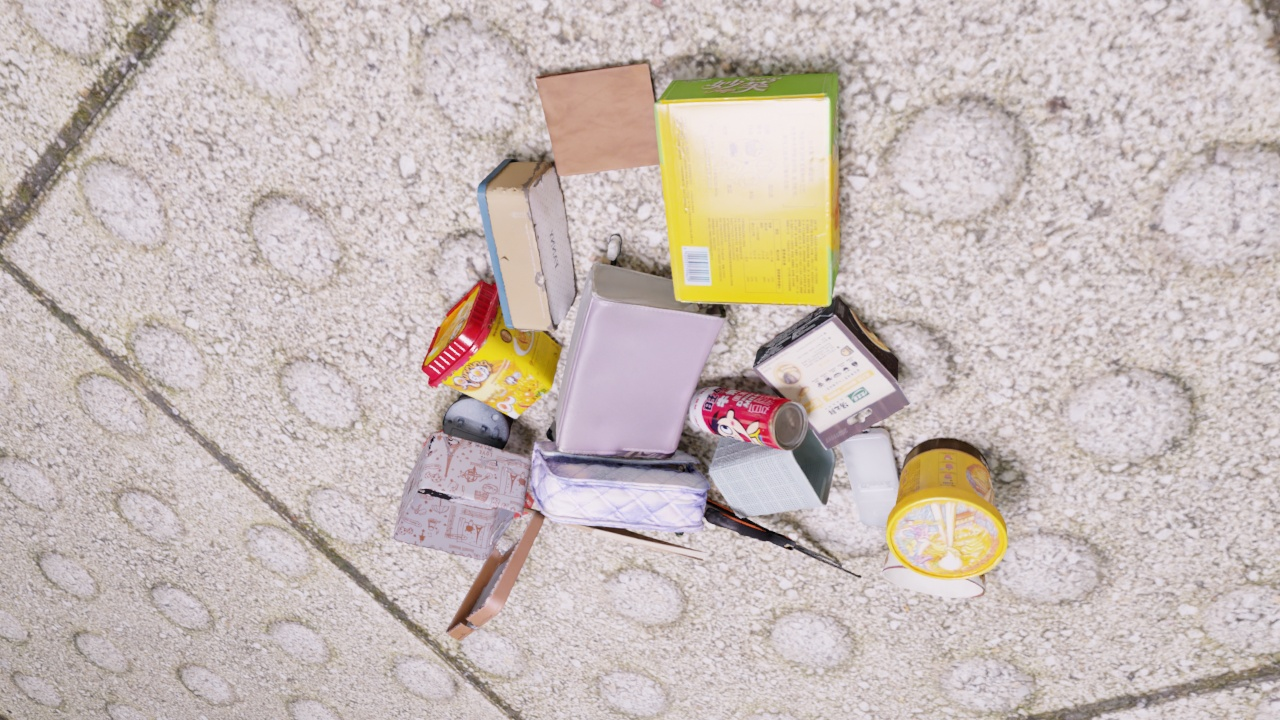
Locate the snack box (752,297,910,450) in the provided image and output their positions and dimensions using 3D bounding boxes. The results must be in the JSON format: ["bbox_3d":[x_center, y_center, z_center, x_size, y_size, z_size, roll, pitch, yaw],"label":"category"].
[{"bbox_3d":[0.201,0.015,0.966,0.125,0.053,0.113,44,126,-15],"label":"snack box"}]

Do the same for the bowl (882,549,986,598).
[{"bbox_3d":[0.340,0.228,1.055,0.113,0.062,0.114,14,156,6],"label":"bowl"}]

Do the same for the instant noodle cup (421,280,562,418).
[{"bbox_3d":[-0.164,-0.006,1.043,0.123,0.115,0.116,36,128,-23],"label":"instant noodle cup"}]

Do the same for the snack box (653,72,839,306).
[{"bbox_3d":[0.106,-0.157,0.865,0.158,0.069,0.210,3,125,16],"label":"snack box"}]

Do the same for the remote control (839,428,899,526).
[{"bbox_3d":[0.268,0.135,1.050,0.056,0.020,0.136,-9,121,22],"label":"remote control"}]

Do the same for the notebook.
[{"bbox_3d":[-0.038,0.205,1.095,0.149,0.012,0.212,18,170,-27],"label":"notebook"}]

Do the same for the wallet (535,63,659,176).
[{"bbox_3d":[-0.038,-0.233,0.892,0.115,0.020,0.101,-1,123,16],"label":"wallet"}]

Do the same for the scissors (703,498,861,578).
[{"bbox_3d":[0.153,0.213,1.092,0.222,0.210,0.021,24,88,22],"label":"scissors"}]

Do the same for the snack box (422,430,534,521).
[{"bbox_3d":[-0.214,0.152,1.218,0.075,0.025,0.153,-22,115,29],"label":"snack box"}]

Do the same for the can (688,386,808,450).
[{"bbox_3d":[0.114,0.060,0.992,0.133,0.053,0.053,9,133,50],"label":"can"}]

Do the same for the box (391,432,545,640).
[{"bbox_3d":[-0.216,0.224,1.100,0.156,0.193,0.184,19,144,-16],"label":"box"}]

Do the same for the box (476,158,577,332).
[{"bbox_3d":[-0.115,-0.123,0.951,0.060,0.089,0.184,2,122,18],"label":"box"}]

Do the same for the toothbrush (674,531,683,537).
[{"bbox_3d":[0.009,0.154,1.154,0.017,0.012,0.186,-21,115,24],"label":"toothbrush"}]

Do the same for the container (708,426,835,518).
[{"bbox_3d":[0.147,0.118,1.037,0.112,0.089,0.090,-19,116,32],"label":"container"}]

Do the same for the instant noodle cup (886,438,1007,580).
[{"bbox_3d":[0.327,0.154,0.985,0.118,0.114,0.119,8,126,12],"label":"instant noodle cup"}]

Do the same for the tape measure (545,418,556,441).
[{"bbox_3d":[-0.075,0.085,1.113,0.066,0.033,0.066,36,129,6],"label":"tape measure"}]

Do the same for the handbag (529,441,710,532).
[{"bbox_3d":[-0.022,0.138,1.043,0.193,0.134,0.075,7,100,-17],"label":"handbag"}]

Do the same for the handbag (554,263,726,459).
[{"bbox_3d":[-0.006,0.006,0.989,0.145,0.098,0.197,11,121,-9],"label":"handbag"}]

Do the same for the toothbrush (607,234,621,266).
[{"bbox_3d":[-0.035,-0.057,1.017,0.015,0.018,0.181,10,128,5],"label":"toothbrush"}]

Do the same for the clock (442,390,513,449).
[{"bbox_3d":[-0.192,0.064,1.123,0.082,0.055,0.122,20,112,-2],"label":"clock"}]
